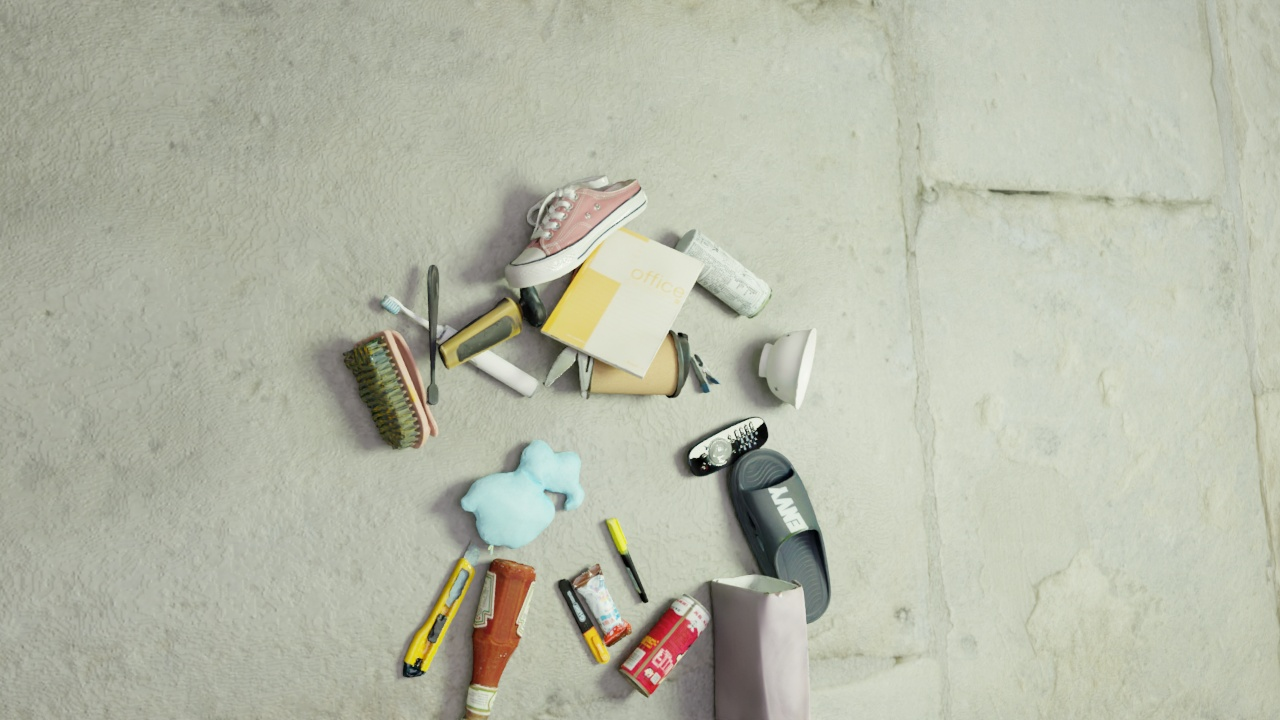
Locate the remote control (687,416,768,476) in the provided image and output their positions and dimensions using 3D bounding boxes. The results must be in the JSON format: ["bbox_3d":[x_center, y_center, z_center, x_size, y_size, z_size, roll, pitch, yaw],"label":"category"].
[{"bbox_3d":[0.120,0.120,1.289,0.136,0.024,0.053,-23,100,-24],"label":"remote control"}]

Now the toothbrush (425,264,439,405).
[{"bbox_3d":[-0.253,-0.032,1.117,0.015,0.018,0.181,5,73,-27],"label":"toothbrush"}]

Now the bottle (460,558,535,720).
[{"bbox_3d":[-0.178,0.347,1.115,0.059,0.060,0.206,17,78,-21],"label":"bottle"}]

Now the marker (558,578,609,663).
[{"bbox_3d":[-0.073,0.337,1.185,0.018,0.015,0.124,-30,95,-28],"label":"marker"}]

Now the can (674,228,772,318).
[{"bbox_3d":[0.114,-0.122,1.294,0.146,0.058,0.058,35,72,-17],"label":"can"}]

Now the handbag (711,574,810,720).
[{"bbox_3d":[0.165,0.390,1.214,0.098,0.145,0.197,-1,85,-21],"label":"handbag"}]

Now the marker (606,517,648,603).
[{"bbox_3d":[-0.015,0.266,1.217,0.015,0.018,0.124,-25,95,-19],"label":"marker"}]

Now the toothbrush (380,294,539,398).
[{"bbox_3d":[-0.225,-0.019,1.150,0.221,0.027,0.026,33,56,-17],"label":"toothbrush"}]

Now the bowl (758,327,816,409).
[{"bbox_3d":[0.206,0.005,1.311,0.065,0.118,0.118,13,76,17],"label":"bowl"}]

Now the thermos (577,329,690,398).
[{"bbox_3d":[-0.007,0.007,1.215,0.143,0.093,0.093,-3,85,-16],"label":"thermos"}]

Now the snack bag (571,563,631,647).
[{"bbox_3d":[-0.049,0.319,1.192,0.045,0.026,0.105,-29,94,-21],"label":"snack bag"}]

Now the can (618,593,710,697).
[{"bbox_3d":[0.033,0.373,1.207,0.132,0.053,0.053,-46,103,-21],"label":"can"}]

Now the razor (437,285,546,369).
[{"bbox_3d":[-0.182,-0.038,1.136,0.167,0.068,0.062,-36,126,-38],"label":"razor"}]

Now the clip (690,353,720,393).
[{"bbox_3d":[0.088,0.016,1.288,0.044,0.027,0.058,-34,95,-16],"label":"clip"}]

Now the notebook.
[{"bbox_3d":[-0.019,-0.083,1.199,0.146,0.010,0.205,25,59,7],"label":"notebook"}]

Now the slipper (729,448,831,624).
[{"bbox_3d":[0.215,0.247,1.284,0.110,0.083,0.268,-23,97,-24],"label":"slipper"}]

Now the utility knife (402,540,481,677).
[{"bbox_3d":[-0.239,0.302,1.115,0.033,0.015,0.177,32,73,-21],"label":"utility knife"}]

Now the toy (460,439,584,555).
[{"bbox_3d":[-0.145,0.173,1.153,0.161,0.050,0.156,25,67,-28],"label":"toy"}]

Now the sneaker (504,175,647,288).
[{"bbox_3d":[-0.091,-0.182,1.186,0.240,0.118,0.088,-41,119,-28],"label":"sneaker"}]

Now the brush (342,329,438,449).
[{"bbox_3d":[-0.291,0.037,1.099,0.072,0.063,0.145,-31,99,-54],"label":"brush"}]

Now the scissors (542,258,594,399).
[{"bbox_3d":[-0.057,-0.049,1.188,0.224,0.015,0.189,-24,65,-22],"label":"scissors"}]
